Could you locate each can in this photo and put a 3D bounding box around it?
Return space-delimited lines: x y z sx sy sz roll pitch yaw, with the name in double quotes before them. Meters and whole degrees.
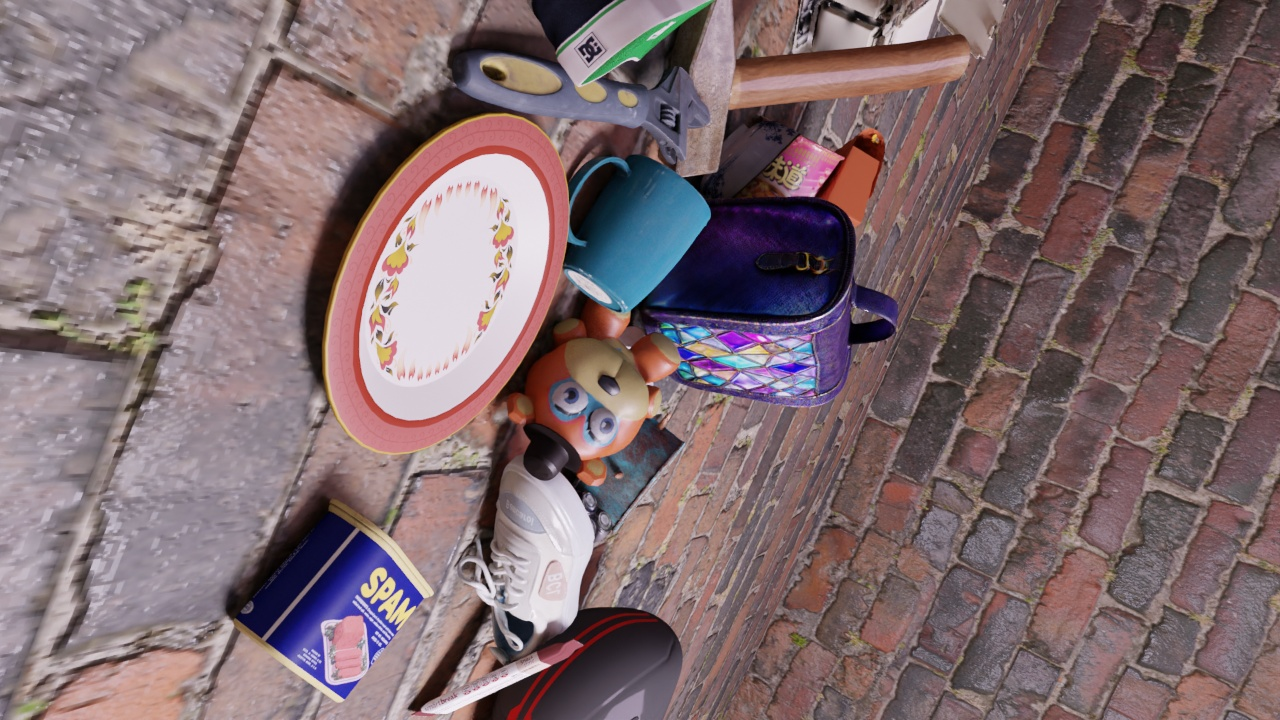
"can" -0.005 0.005 0.901 0.032 0.032 0.095 -53 156 -27
"can" -0.196 0.159 0.595 0.092 0.056 0.116 -53 156 -25

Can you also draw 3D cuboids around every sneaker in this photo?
"sneaker" -0.102 0.185 0.799 0.090 0.089 0.243 -40 149 -37
"sneaker" -0.006 -0.241 0.584 0.084 0.079 0.234 -31 -168 29

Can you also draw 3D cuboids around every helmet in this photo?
"helmet" -0.064 0.366 0.985 0.263 0.164 0.170 -37 136 -32

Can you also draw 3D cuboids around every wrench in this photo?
"wrench" -0.023 -0.177 0.620 0.272 0.022 0.073 -10 90 -54

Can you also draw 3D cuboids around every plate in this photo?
"plate" -0.120 -0.048 0.588 0.229 0.021 0.230 -49 154 -35

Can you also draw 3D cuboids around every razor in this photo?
"razor" -0.067 0.176 0.895 0.152 0.067 0.053 106 -12 -57

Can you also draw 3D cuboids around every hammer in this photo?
"hammer" 0.163 -0.254 0.790 0.300 0.037 0.158 -13 133 -23

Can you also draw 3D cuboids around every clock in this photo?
"clock" -0.024 0.114 0.928 0.121 0.073 0.158 -47 171 -36

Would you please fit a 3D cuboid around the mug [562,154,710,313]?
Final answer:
"mug" -0.017 -0.103 0.710 0.112 0.084 0.104 42 79 -39

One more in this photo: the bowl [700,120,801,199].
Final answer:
"bowl" 0.094 -0.190 0.870 0.114 0.045 0.114 -43 -176 3

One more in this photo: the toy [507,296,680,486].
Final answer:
"toy" -0.041 0.026 0.752 0.175 0.112 0.096 -56 -166 -25

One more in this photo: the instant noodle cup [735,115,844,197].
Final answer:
"instant noodle cup" 0.146 -0.187 0.971 0.097 0.098 0.109 -14 133 -63

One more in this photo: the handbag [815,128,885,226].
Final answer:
"handbag" 0.209 -0.182 1.042 0.108 0.060 0.172 -66 -167 -16

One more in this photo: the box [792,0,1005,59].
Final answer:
"box" 0.266 -0.347 0.906 0.106 0.193 0.144 -46 159 -28

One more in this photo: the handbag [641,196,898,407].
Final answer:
"handbag" 0.126 -0.049 0.861 0.205 0.222 0.125 64 35 -64

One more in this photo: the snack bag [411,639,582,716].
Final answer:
"snack bag" -0.129 0.291 0.842 0.158 0.013 0.057 -25 156 -2
